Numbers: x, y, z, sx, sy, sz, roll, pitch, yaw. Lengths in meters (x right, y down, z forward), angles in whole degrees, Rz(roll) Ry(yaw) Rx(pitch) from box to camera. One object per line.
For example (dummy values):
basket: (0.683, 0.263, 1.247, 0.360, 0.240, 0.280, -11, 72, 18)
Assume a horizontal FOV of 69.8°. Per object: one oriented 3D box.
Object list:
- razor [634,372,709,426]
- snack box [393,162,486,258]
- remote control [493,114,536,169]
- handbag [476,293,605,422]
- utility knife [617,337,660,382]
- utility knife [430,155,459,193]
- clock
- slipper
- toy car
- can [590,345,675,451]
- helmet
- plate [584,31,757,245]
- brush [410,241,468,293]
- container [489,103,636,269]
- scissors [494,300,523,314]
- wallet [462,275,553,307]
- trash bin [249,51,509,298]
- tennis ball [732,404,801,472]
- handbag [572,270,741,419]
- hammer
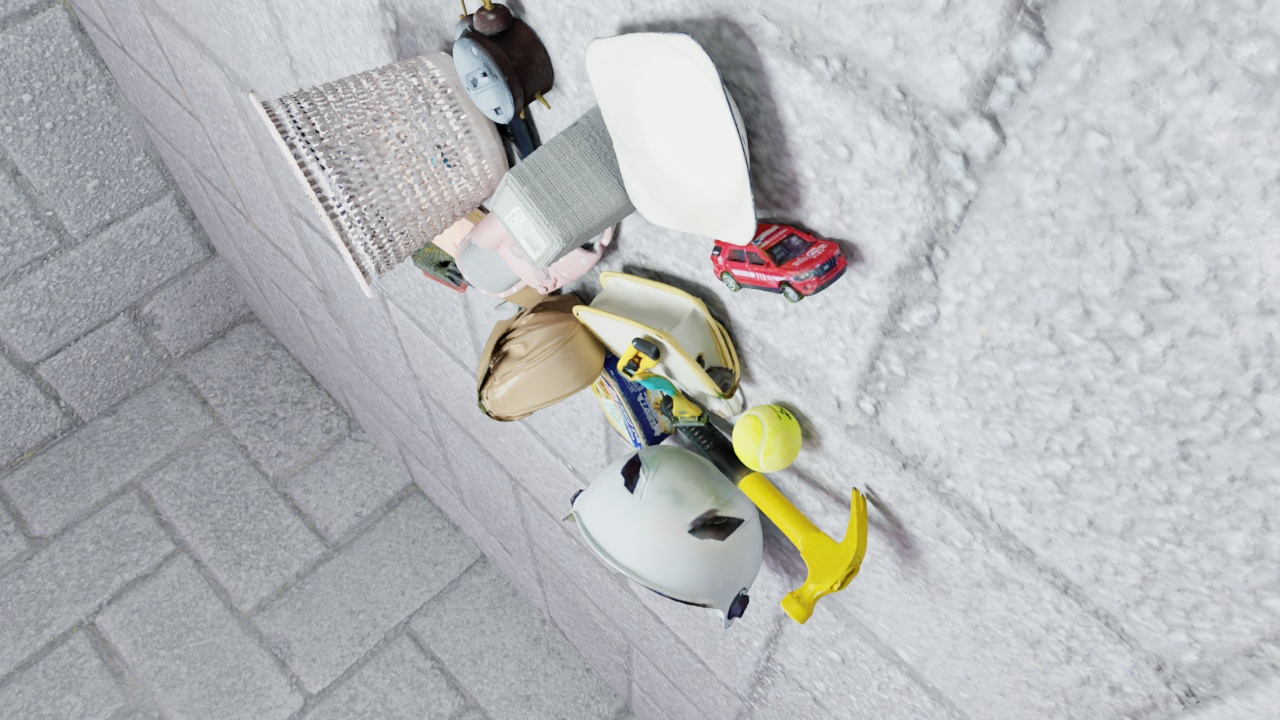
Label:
razor: (0.026, 0.036, 0.932, 0.043, 0.028, 0.132, 0, 158, 29)
snack box: (-0.245, -0.177, 1.158, 0.157, 0.026, 0.085, 35, 145, 10)
remote control: (-0.126, -0.228, 0.920, 0.053, 0.024, 0.136, 35, 153, 40)
handbag: (-0.117, -0.012, 1.029, 0.100, 0.148, 0.204, 60, -178, -16)
utility knife: (-0.005, 0.005, 0.927, 0.033, 0.015, 0.192, 35, 167, 0)
utility knife: (-0.232, -0.203, 1.158, 0.034, 0.018, 0.162, 26, 146, 45)
clock: (-0.128, -0.272, 0.819, 0.082, 0.055, 0.122, 10, 134, 58)
slipper: (-0.125, -0.120, 0.973, 0.114, 0.054, 0.275, 46, 146, -19)
toy car: (0.101, -0.077, 0.698, 0.121, 0.052, 0.045, 19, 140, 52)
can: (-0.013, 0.045, 1.095, 0.075, 0.049, 0.148, 17, 140, 52)
helmet: (0.045, 0.178, 1.034, 0.229, 0.146, 0.258, 30, 177, 19)
plate: (0.031, -0.172, 0.696, 0.164, 0.034, 0.164, 23, 141, 50)
brush: (-0.265, -0.133, 1.279, 0.069, 0.063, 0.146, 30, 175, -40)
container: (-0.063, -0.149, 0.809, 0.090, 0.114, 0.090, 52, 157, -3)
scissors: (-0.170, -0.079, 1.239, 0.179, 0.014, 0.159, 23, 145, 48)
wallet: (-0.161, -0.101, 1.118, 0.115, 0.033, 0.090, 22, 154, 4)
trash bin: (-0.250, -0.206, 0.932, 0.227, 0.192, 0.228, 55, 166, 20)
tennis ball: (0.121, 0.074, 0.876, 0.065, 0.065, 0.066, 40, 155, 23)
handbag: (0.035, -0.010, 0.932, 0.163, 0.063, 0.179, 21, 159, 49)
hammer: (0.112, 0.122, 0.934, 0.301, 0.129, 0.033, 44, -178, 43)
